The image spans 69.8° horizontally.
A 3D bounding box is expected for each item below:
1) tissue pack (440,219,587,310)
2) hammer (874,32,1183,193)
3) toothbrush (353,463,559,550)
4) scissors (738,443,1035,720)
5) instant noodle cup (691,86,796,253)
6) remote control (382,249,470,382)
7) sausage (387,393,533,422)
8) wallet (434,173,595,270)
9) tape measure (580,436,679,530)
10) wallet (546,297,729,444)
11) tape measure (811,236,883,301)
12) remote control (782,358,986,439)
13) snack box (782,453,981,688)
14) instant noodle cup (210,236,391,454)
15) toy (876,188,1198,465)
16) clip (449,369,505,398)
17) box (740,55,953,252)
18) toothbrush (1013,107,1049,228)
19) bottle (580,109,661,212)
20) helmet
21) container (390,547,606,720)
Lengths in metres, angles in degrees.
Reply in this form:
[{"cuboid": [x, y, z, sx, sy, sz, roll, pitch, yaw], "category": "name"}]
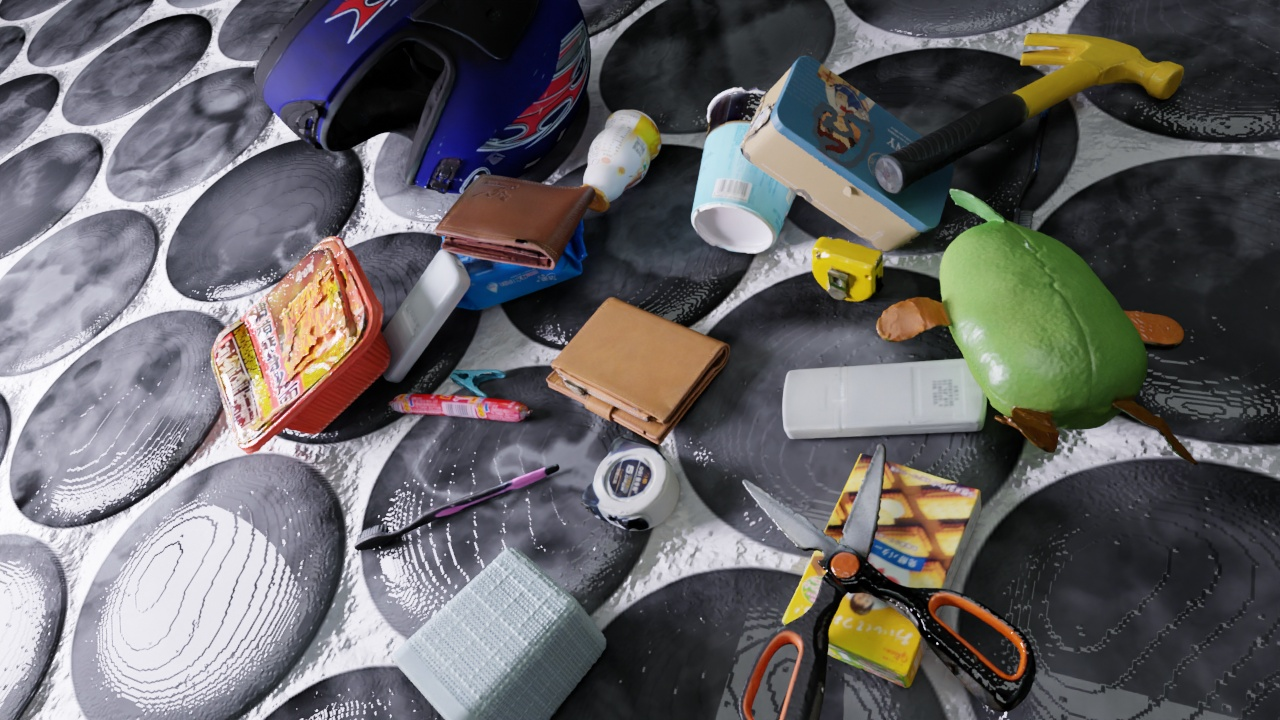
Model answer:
[{"cuboid": [-0.128, -0.104, 0.903, 0.157, 0.052, 0.094, -17, 49, 9], "category": "tissue pack"}, {"cuboid": [0.313, -0.211, 0.773, 0.300, 0.033, 0.129, -29, 47, -23], "category": "hammer"}, {"cuboid": [-0.156, 0.121, 0.774, 0.189, 0.014, 0.017, -22, 38, 4], "category": "toothbrush"}, {"cuboid": [0.137, 0.155, 0.590, 0.235, 0.022, 0.220, 27, 65, 35], "category": "scissors"}, {"cuboid": [0.099, -0.166, 0.834, 0.111, 0.111, 0.120, 7, 67, 26], "category": "instant noodle cup"}, {"cuboid": [-0.209, -0.041, 0.873, 0.136, 0.020, 0.056, -51, 50, 20], "category": "remote control"}, {"cuboid": [-0.166, 0.042, 0.831, 0.156, 0.020, 0.020, 3, 57, 23], "category": "sausage"}, {"cuboid": [-0.116, -0.135, 0.860, 0.125, 0.032, 0.101, 11, 49, 17], "category": "wallet"}, {"cuboid": [-0.004, 0.099, 0.717, 0.066, 0.033, 0.065, 17, 65, 33], "category": "tape measure"}, {"cuboid": [-0.005, 0.005, 0.788, 0.132, 0.031, 0.107, 24, 64, 34], "category": "wallet"}, {"cuboid": [0.170, -0.072, 0.758, 0.060, 0.057, 0.028, 23, 64, 28], "category": "tape measure"}, {"cuboid": [0.184, 0.030, 0.701, 0.150, 0.021, 0.058, -4, 54, 19], "category": "remote control"}, {"cuboid": [0.165, 0.138, 0.623, 0.087, 0.034, 0.140, 17, 65, 31], "category": "snack box"}, {"cuboid": [-0.314, -0.012, 0.876, 0.189, 0.079, 0.164, -43, 50, 8], "category": "instant noodle cup"}, {"cuboid": [0.283, -0.020, 0.654, 0.227, 0.090, 0.246, 3, 45, -8], "category": "toy"}, {"cuboid": [-0.153, 0.019, 0.848, 0.054, 0.013, 0.034, 15, 61, 27], "category": "clip"}, {"cuboid": [0.179, -0.167, 0.769, 0.184, 0.062, 0.089, 28, 62, -12], "category": "box"}, {"cuboid": [0.344, -0.175, 0.795, 0.016, 0.014, 0.189, 10, 59, 26], "category": "toothbrush"}, {"cuboid": [-0.024, -0.200, 0.925, 0.063, 0.063, 0.108, 14, 61, 29], "category": "bottle"}, {"cuboid": [-0.192, -0.289, 0.939, 0.240, 0.248, 0.314, 45, 68, -6], "category": "helmet"}, {"cuboid": [-0.094, 0.203, 0.642, 0.090, 0.090, 0.111, 31, 68, 35], "category": "container"}]
